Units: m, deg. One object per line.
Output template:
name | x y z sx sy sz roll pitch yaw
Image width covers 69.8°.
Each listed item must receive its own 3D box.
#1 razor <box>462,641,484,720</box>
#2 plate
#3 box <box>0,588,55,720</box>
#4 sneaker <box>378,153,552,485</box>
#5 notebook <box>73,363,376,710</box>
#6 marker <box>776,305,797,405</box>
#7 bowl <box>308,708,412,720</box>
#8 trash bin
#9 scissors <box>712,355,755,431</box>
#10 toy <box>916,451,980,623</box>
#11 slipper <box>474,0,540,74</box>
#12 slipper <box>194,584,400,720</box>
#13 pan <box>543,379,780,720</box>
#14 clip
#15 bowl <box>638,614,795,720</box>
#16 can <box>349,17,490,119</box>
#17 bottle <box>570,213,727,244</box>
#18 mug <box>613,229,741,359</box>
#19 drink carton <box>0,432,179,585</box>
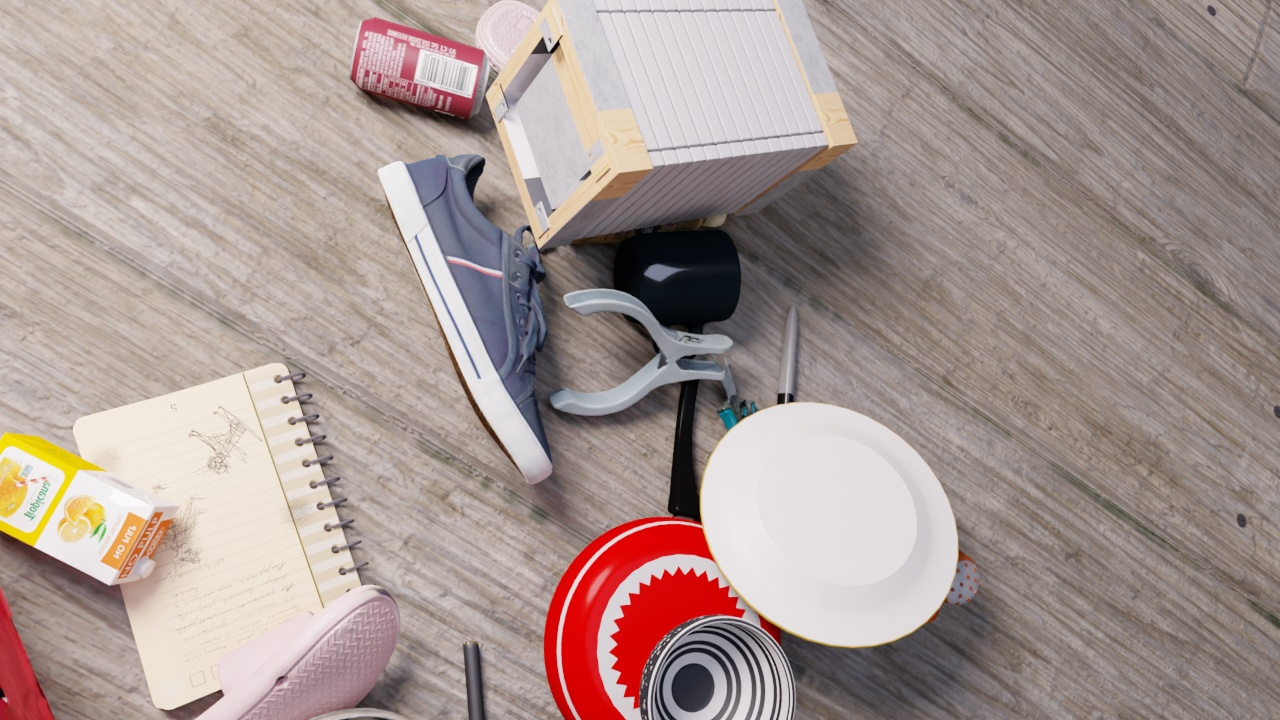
razor | -0.126 0.295 0.721 0.042 0.022 0.144 17 58 -61
plate | 0.166 0.130 0.788 0.229 0.021 0.229 5 55 -7
box | -0.391 0.173 0.493 0.121 0.319 0.211 -25 87 -16
sneaker | -0.112 -0.045 0.770 0.127 0.121 0.294 -20 81 -11
notebook | -0.309 0.124 0.695 0.167 0.024 0.225 -18 83 -22
marker | 0.145 0.010 0.893 0.016 0.022 0.138 11 73 -12
bowl | -0.211 0.324 0.642 0.178 0.081 0.178 -1 91 -27
trash bin | 0.026 -0.204 0.773 0.246 0.143 0.142 -15 82 -33
scissors | 0.099 0.072 0.854 0.123 0.019 0.148 35 50 -28
toy | 0.213 0.170 0.839 0.172 0.093 0.163 -23 84 -22
slipper | -0.048 -0.263 0.872 0.239 0.065 0.094 38 66 -6
slipper | -0.264 0.241 0.646 0.221 0.107 0.056 -39 54 -14
pan | 0.034 0.167 0.794 0.208 0.067 0.355 13 76 -17
clip | -0.012 0.019 0.814 0.173 0.030 0.159 18 115 -25
bowl | 0.051 0.257 0.709 0.120 0.066 0.120 4 79 -19
can | -0.195 -0.259 0.816 0.114 0.063 0.063 12 72 -17
bottle | 0.004 -0.141 0.862 0.165 0.060 0.059 -5 78 -26
mug | 0.032 -0.057 0.841 0.094 0.085 0.121 -5 96 -20
drink carton | -0.392 0.104 0.639 0.122 0.040 0.058 26 81 1
